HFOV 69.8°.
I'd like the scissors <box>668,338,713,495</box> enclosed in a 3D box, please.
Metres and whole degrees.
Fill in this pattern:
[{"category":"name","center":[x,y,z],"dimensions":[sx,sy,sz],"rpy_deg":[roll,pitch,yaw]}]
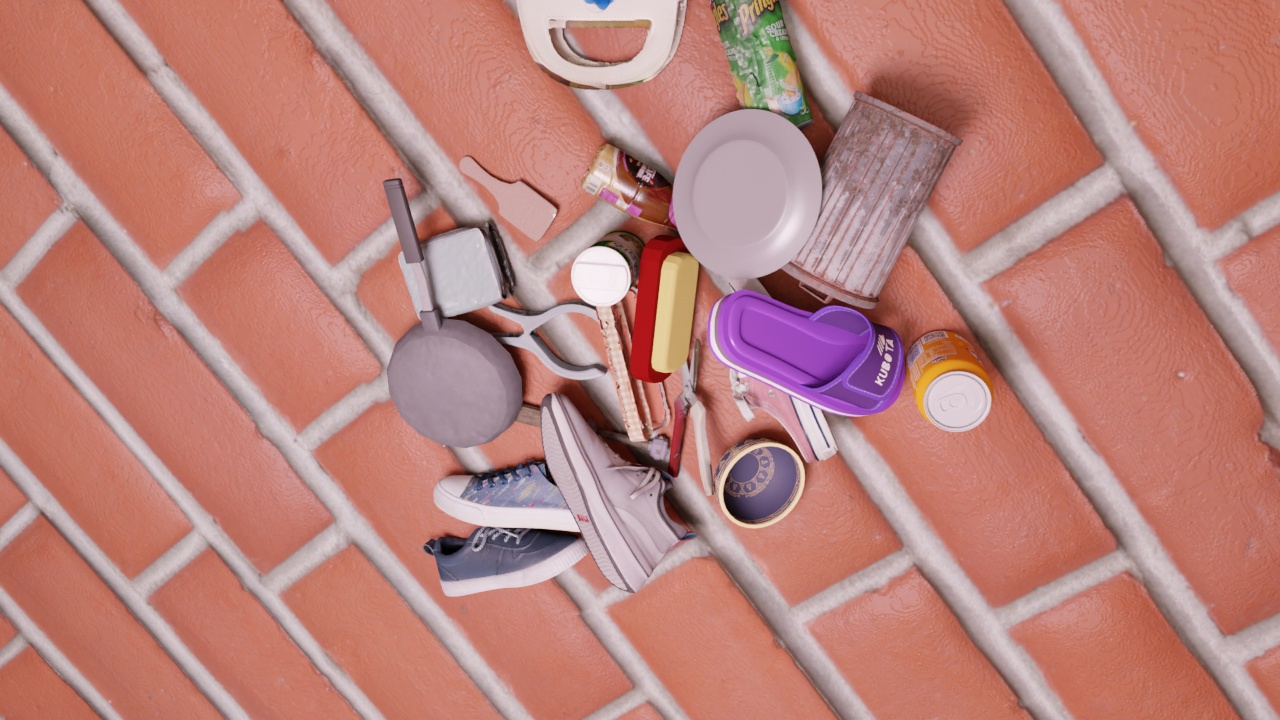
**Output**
[{"category":"scissors","center":[0.061,0.077,1.125],"dimensions":[0.015,0.179,0.194],"rpy_deg":[-6,143,-26]}]

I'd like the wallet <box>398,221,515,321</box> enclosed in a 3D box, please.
[{"category":"wallet","center":[-0.227,-0.107,1.132],"dimensions":[0.132,0.054,0.100],"rpy_deg":[-13,97,17]}]

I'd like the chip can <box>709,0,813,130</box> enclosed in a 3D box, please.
[{"category":"chip can","center":[0.120,-0.346,0.975],"dimensions":[0.075,0.075,0.223],"rpy_deg":[-16,103,15]}]

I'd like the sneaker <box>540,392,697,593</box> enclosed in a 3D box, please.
[{"category":"sneaker","center":[-0.030,0.145,1.131],"dimensions":[0.128,0.097,0.263],"rpy_deg":[-29,92,-24]}]

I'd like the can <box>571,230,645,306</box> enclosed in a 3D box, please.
[{"category":"can","center":[-0.033,-0.108,1.055],"dimensions":[0.067,0.120,0.067],"rpy_deg":[3,108,10]}]

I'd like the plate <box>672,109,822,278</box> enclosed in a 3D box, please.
[{"category":"plate","center":[0.108,-0.176,0.977],"dimensions":[0.179,0.012,0.178],"rpy_deg":[4,98,34]}]

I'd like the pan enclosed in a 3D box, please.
[{"category":"pan","center":[-0.254,-0.044,1.112],"dimensions":[0.179,0.041,0.358],"rpy_deg":[-3,116,16]}]

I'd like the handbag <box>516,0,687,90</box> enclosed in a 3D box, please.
[{"category":"handbag","center":[-0.044,-0.393,0.988],"dimensions":[0.201,0.092,0.200],"rpy_deg":[3,115,10]}]

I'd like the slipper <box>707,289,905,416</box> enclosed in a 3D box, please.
[{"category":"slipper","center":[0.204,-0.011,0.982],"dimensions":[0.266,0.084,0.107],"rpy_deg":[17,71,-27]}]

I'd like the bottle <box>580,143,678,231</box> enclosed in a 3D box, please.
[{"category":"bottle","center":[0.015,-0.185,1.055],"dimensions":[0.166,0.059,0.060],"rpy_deg":[29,111,-8]}]

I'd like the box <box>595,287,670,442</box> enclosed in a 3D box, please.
[{"category":"box","center":[-0.008,0.006,1.117],"dimensions":[0.043,0.083,0.187],"rpy_deg":[-5,109,28]}]

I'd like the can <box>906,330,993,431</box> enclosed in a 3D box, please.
[{"category":"can","center":[0.339,0.022,1.011],"dimensions":[0.079,0.142,0.079],"rpy_deg":[3,108,10]}]

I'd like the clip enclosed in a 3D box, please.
[{"category":"clip","center":[-0.116,-0.006,1.154],"dimensions":[0.172,0.029,0.141],"rpy_deg":[4,107,11]}]

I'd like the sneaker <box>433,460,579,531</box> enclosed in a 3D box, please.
[{"category":"sneaker","center":[-0.155,0.168,1.191],"dimensions":[0.235,0.087,0.079],"rpy_deg":[6,103,6]}]

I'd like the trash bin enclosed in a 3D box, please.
[{"category":"trash bin","center":[0.234,-0.163,0.981],"dimensions":[0.131,0.130,0.211],"rpy_deg":[26,109,2]}]

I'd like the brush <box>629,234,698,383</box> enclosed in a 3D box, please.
[{"category":"brush","center":[0.031,-0.058,1.071],"dimensions":[0.042,0.082,0.173],"rpy_deg":[14,107,26]}]

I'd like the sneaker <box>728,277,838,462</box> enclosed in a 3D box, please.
[{"category":"sneaker","center":[0.144,0.011,1.058],"dimensions":[0.088,0.118,0.241],"rpy_deg":[-23,87,11]}]

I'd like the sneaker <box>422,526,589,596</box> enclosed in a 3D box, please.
[{"category":"sneaker","center":[-0.180,0.250,1.222],"dimensions":[0.236,0.089,0.087],"rpy_deg":[-15,99,20]}]

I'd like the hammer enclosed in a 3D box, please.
[{"category":"hammer","center":[-0.118,0.081,1.183],"dimensions":[0.317,0.028,0.147],"rpy_deg":[14,115,7]}]

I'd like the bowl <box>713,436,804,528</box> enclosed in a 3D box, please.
[{"category":"bowl","center":[0.137,0.142,1.127],"dimensions":[0.112,0.061,0.112],"rpy_deg":[-6,110,-17]}]

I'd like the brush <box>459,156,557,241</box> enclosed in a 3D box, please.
[{"category":"brush","center":[-0.162,-0.202,1.110],"dimensions":[0.135,0.015,0.050],"rpy_deg":[37,109,4]}]
